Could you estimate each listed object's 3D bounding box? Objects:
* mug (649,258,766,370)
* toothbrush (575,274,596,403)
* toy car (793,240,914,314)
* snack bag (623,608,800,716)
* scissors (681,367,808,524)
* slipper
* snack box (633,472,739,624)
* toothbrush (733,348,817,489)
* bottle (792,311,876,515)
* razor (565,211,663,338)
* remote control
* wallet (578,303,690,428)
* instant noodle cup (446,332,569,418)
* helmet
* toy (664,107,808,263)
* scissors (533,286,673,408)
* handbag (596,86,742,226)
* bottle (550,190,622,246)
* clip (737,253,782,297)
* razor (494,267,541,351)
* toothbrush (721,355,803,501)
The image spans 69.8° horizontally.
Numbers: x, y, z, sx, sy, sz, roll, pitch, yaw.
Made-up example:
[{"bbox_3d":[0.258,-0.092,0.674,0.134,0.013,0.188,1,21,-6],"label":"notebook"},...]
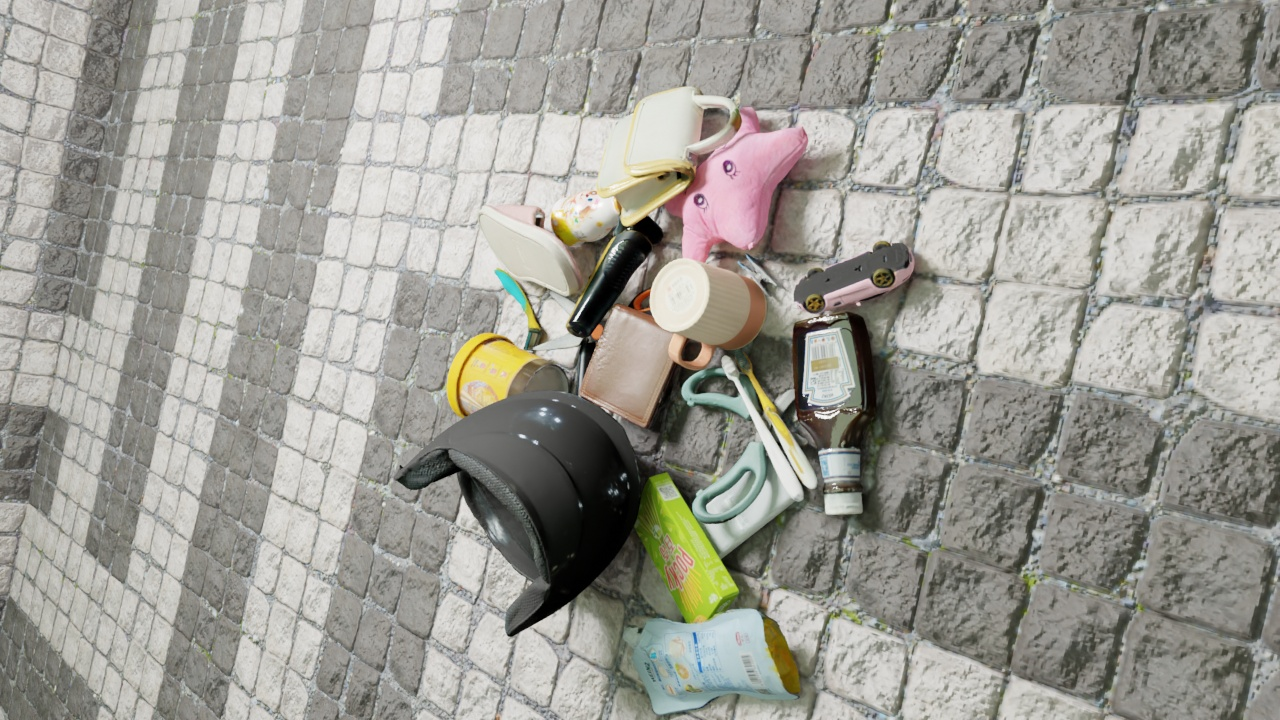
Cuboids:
[{"bbox_3d":[0.066,-0.046,0.982,0.082,0.105,0.114,31,102,39],"label":"mug"},{"bbox_3d":[-0.065,-0.003,1.139,0.027,0.026,0.212,-5,78,55],"label":"toothbrush"},{"bbox_3d":[0.210,-0.078,0.903,0.123,0.037,0.056,-20,33,28],"label":"toy car"},{"bbox_3d":[0.067,0.313,0.952,0.191,0.038,0.110,-20,105,37],"label":"snack bag"},{"bbox_3d":[0.089,0.087,0.971,0.171,0.019,0.170,25,79,39],"label":"scissors"},{"bbox_3d":[-0.135,-0.145,1.153,0.054,0.114,0.274,-34,27,-17],"label":"slipper"},{"bbox_3d":[0.044,0.208,0.990,0.156,0.026,0.086,58,145,30],"label":"snack box"},{"bbox_3d":[0.135,0.055,0.936,0.016,0.018,0.191,-32,49,9],"label":"toothbrush"},{"bbox_3d":[0.192,0.053,0.901,0.080,0.044,0.194,-11,76,39],"label":"bottle"},{"bbox_3d":[-0.036,-0.100,1.078,0.068,0.062,0.167,10,66,58],"label":"razor"},{"bbox_3d":[0.109,0.156,0.967,0.136,0.020,0.056,-44,58,23],"label":"remote control"},{"bbox_3d":[-0.006,0.006,1.051,0.101,0.032,0.124,24,95,27],"label":"wallet"},{"bbox_3d":[-0.162,0.035,1.161,0.114,0.118,0.118,17,93,33],"label":"instant noodle cup"},{"bbox_3d":[-0.119,0.154,1.028,0.233,0.229,0.275,55,163,5],"label":"helmet"},{"bbox_3d":[0.104,-0.184,0.991,0.195,0.074,0.178,-45,42,28],"label":"toy"},{"bbox_3d":[-0.027,-0.032,1.098,0.228,0.021,0.220,-40,65,20],"label":"scissors"},{"bbox_3d":[0.035,-0.250,1.030,0.179,0.063,0.163,-26,38,33],"label":"handbag"},{"bbox_3d":[-0.059,-0.181,1.141,0.109,0.063,0.063,-10,76,38],"label":"bottle"},{"bbox_3d":[0.130,-0.092,0.991,0.036,0.025,0.058,-45,57,16],"label":"clip"},{"bbox_3d":[-0.165,-0.076,1.234,0.132,0.028,0.043,60,150,27],"label":"razor"},{"bbox_3d":[0.123,0.067,0.938,0.016,0.016,0.180,-27,58,4],"label":"toothbrush"}]
